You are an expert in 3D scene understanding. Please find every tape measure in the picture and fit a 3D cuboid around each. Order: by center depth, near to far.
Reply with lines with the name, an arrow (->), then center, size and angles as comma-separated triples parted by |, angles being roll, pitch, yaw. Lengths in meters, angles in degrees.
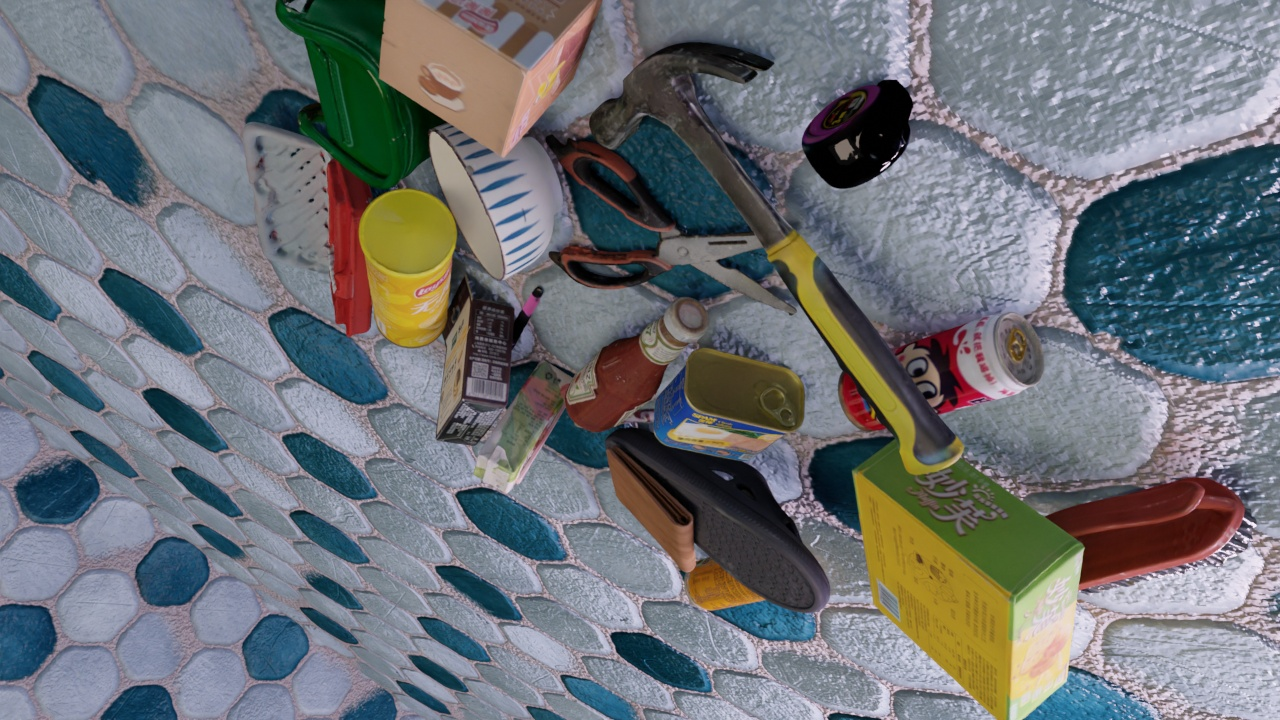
tape measure -> 0.122, -0.124, 0.513 | 0.058, 0.056, 0.039 | -20, 122, 40

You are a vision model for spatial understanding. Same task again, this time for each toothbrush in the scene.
toothbrush -> 0.000, 0.057, 0.878 | 0.188, 0.017, 0.016 | -8, 129, 43
toothbrush -> -0.125, -0.019, 0.881 | 0.014, 0.017, 0.190 | 26, 146, -10

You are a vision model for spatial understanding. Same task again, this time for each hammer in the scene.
hammer -> 0.102, -0.059, 0.583 | 0.323, 0.031, 0.126 | 52, 142, -7

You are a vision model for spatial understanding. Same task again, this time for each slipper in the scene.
slipper -> 0.079, 0.127, 0.863 | 0.268, 0.083, 0.111 | 31, 149, 36

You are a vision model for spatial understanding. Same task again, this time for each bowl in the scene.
bowl -> -0.098, -0.123, 0.663 | 0.116, 0.066, 0.117 | 53, 161, 28

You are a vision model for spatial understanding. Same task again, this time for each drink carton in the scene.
drink carton -> -0.110, 0.064, 0.880 | 0.045, 0.122, 0.054 | 29, 146, 1

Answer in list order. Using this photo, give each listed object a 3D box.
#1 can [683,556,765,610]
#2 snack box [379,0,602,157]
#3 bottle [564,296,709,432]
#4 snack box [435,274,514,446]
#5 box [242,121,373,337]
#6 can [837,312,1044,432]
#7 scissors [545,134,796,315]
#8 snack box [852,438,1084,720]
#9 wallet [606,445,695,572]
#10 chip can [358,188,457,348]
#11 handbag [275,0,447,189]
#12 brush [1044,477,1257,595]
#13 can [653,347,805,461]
can -> 0.107, 0.231, 0.980 | 0.058, 0.058, 0.146 | 39, 146, -12
snack box -> -0.090, -0.197, 0.554 | 0.093, 0.094, 0.077 | 33, 147, -2
bottle -> -0.005, 0.005, 0.776 | 0.060, 0.059, 0.207 | 37, 147, -7
snack box -> -0.160, 0.003, 0.869 | 0.053, 0.125, 0.113 | 12, 153, -20
box -> -0.292, -0.120, 0.844 | 0.154, 0.073, 0.202 | 42, 148, 8
can -> 0.201, 0.010, 0.625 | 0.053, 0.053, 0.133 | 43, 145, -17
scissors -> 0.013, -0.087, 0.685 | 0.225, 0.015, 0.189 | 36, 146, -6
snack box -> 0.253, 0.172, 0.721 | 0.157, 0.070, 0.210 | 42, 160, 44
wallet -> 0.010, 0.143, 0.887 | 0.115, 0.020, 0.101 | 43, 157, 29
chip can -> -0.196, -0.069, 0.779 | 0.072, 0.072, 0.214 | 34, 160, -3
handbag -> -0.205, -0.199, 0.667 | 0.120, 0.067, 0.132 | 24, 146, 13
brush -> 0.346, 0.119, 0.642 | 0.069, 0.063, 0.146 | 26, 148, -16
can -> 0.069, 0.039, 0.746 | 0.102, 0.057, 0.083 | 13, 152, -15
